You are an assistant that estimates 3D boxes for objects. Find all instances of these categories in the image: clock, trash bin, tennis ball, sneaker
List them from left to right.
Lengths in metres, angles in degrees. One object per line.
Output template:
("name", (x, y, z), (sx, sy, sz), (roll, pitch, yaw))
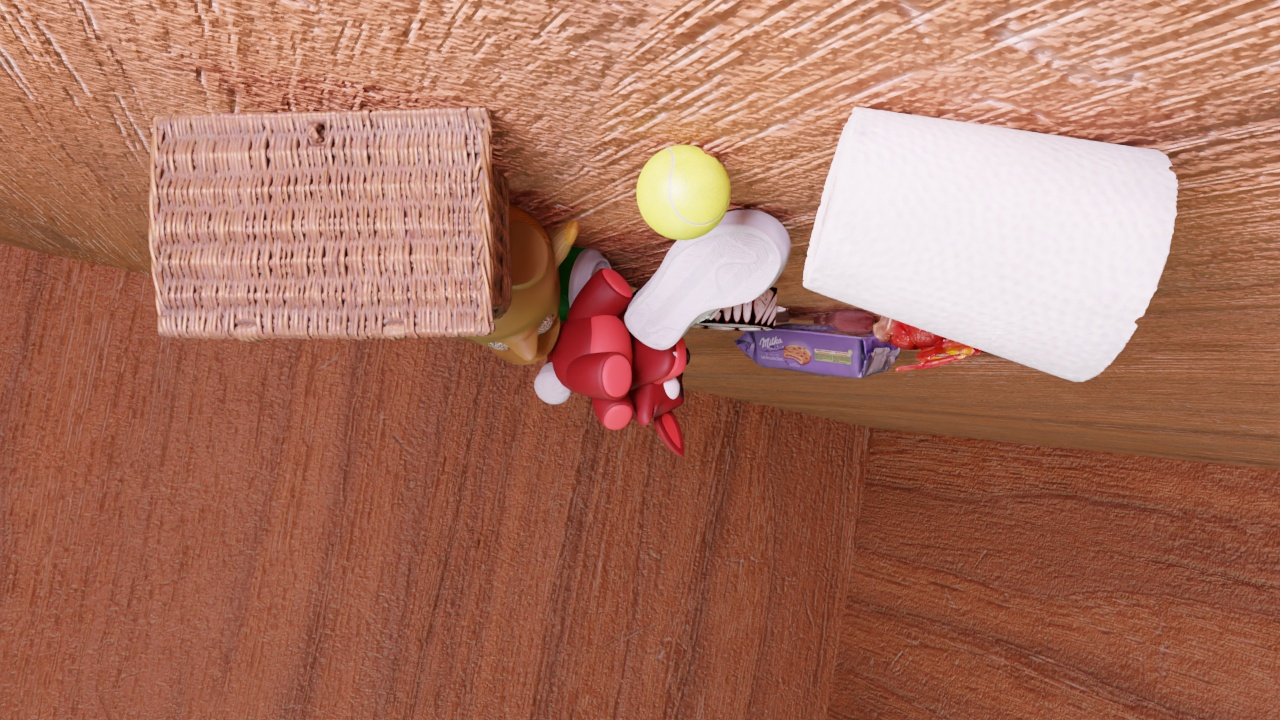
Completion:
("tennis ball", (0.030, -0.116, 0.638), (0.065, 0.065, 0.065), (10, 175, 1))
("sneaker", (0.067, -0.092, 0.867), (0.089, 0.090, 0.243), (40, 150, -8))
("clock", (0.081, -0.071, 1.042), (0.154, 0.065, 0.115), (4, 178, -23))
("trash bin", (0.184, -0.072, 0.518), (0.161, 0.133, 0.133), (15, 176, 4))

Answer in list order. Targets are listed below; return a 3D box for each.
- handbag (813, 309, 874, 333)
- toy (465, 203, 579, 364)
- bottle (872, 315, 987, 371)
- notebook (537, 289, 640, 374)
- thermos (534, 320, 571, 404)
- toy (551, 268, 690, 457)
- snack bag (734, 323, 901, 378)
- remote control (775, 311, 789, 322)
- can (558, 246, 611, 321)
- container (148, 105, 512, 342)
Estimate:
("handbag", (0.254, -0.051, 1.199), (0.055, 0.029, 0.120), (7, -179, -14))
("toy", (-0.143, -0.070, 0.940), (0.198, 0.162, 0.203), (-20, 164, 0))
("bottle", (0.277, -0.040, 0.848), (0.111, 0.099, 0.099), (6, 176, -9))
("notebook", (-0.019, -0.034, 1.186), (0.142, 0.008, 0.208), (5, -142, 46))
("thermos", (-0.074, -0.027, 1.123), (0.073, 0.073, 0.239), (9, -145, 10))
("toy", (-0.006, 0.006, 1.022), (0.121, 0.158, 0.197), (-24, 143, 31))
("snack bag", (0.235, -0.014, 1.227), (0.206, 0.058, 0.096), (7, -169, 43))
("remote control", (0.137, -0.058, 1.291), (0.074, 0.019, 0.151), (-1, -179, -27))
("can", (-0.110, -0.093, 1.081), (0.140, 0.087, 0.087), (8, 175, 21))
("container", (-0.220, -0.098, 0.729), (0.250, 0.162, 0.183), (0, -177, 5))
